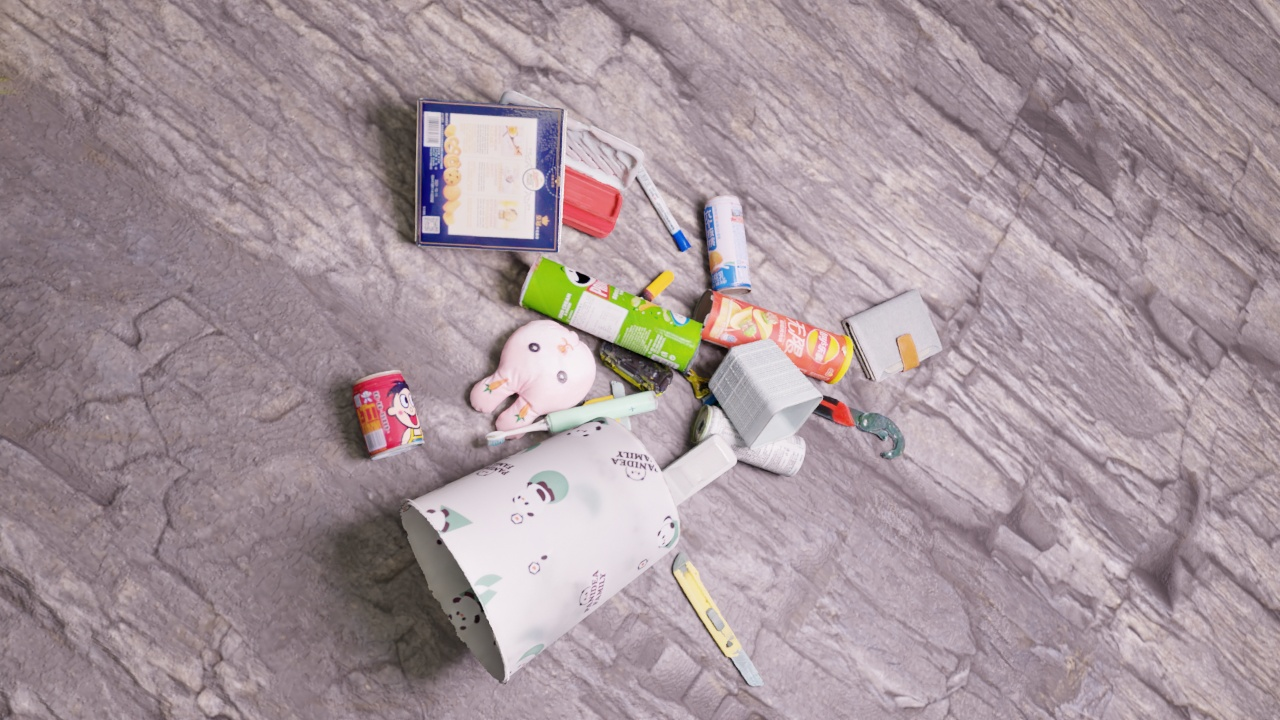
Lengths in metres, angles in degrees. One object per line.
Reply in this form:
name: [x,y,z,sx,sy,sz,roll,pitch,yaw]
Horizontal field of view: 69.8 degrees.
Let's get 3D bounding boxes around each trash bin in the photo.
trash bin: [-0.108,0.199,1.051,0.251,0.230,0.229,-29,88,-26]

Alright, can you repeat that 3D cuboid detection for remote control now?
remote control: [0.064,0.146,1.183,0.125,0.024,0.049,-37,90,11]

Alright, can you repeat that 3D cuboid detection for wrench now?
wrench: [0.257,0.069,1.290,0.273,0.016,0.056,24,73,-12]

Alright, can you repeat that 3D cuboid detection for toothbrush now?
toothbrush: [-0.084,0.073,1.148,0.224,0.027,0.026,-12,43,-17]

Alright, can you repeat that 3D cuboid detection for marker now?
marker: [0.000,-0.078,1.242,0.018,0.015,0.123,46,73,-2]
marker: [0.027,-0.216,1.276,0.016,0.017,0.146,-31,89,-20]

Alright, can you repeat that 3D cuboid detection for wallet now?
wallet: [0.371,-0.035,1.335,0.129,0.037,0.106,-23,86,-20]

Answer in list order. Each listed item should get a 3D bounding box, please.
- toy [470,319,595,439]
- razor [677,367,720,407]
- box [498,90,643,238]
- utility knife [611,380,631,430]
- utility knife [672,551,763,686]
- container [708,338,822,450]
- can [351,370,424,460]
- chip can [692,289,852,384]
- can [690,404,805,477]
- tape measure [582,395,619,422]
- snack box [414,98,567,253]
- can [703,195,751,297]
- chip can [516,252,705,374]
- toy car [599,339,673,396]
toy: [-0.134,0.024,1.161,0.121,0.054,0.159,45,78,-4]
razor: [0.056,0.012,1.237,0.142,0.022,0.043,41,106,-5]
box: [-0.107,-0.256,1.197,0.201,0.100,0.110,22,63,-11]
utility knife: [-0.013,0.139,1.187,0.018,0.034,0.234,9,69,-60]
utility knife: [0.099,0.339,1.190,0.031,0.021,0.201,-33,94,-14]
container: [0.156,0.040,1.185,0.089,0.090,0.111,-14,57,-37]
can: [-0.302,0.064,1.091,0.066,0.067,0.093,-16,84,-20]
chip can: [0.179,-0.031,1.257,0.216,0.073,0.073,17,74,-12]
can: [0.144,0.107,1.225,0.146,0.058,0.058,20,74,-12]
tape measure: [-0.055,0.079,1.184,0.057,0.029,0.060,-11,75,-18]
snack box: [-0.187,-0.230,1.150,0.182,0.046,0.178,3,100,-7]
can: [0.120,-0.157,1.273,0.053,0.053,0.134,-3,80,-18]
chip can: [-0.036,-0.059,1.178,0.236,0.072,0.072,23,73,-3]
toy car: [-0.007,0.007,1.213,0.105,0.032,0.048,35,64,4]
